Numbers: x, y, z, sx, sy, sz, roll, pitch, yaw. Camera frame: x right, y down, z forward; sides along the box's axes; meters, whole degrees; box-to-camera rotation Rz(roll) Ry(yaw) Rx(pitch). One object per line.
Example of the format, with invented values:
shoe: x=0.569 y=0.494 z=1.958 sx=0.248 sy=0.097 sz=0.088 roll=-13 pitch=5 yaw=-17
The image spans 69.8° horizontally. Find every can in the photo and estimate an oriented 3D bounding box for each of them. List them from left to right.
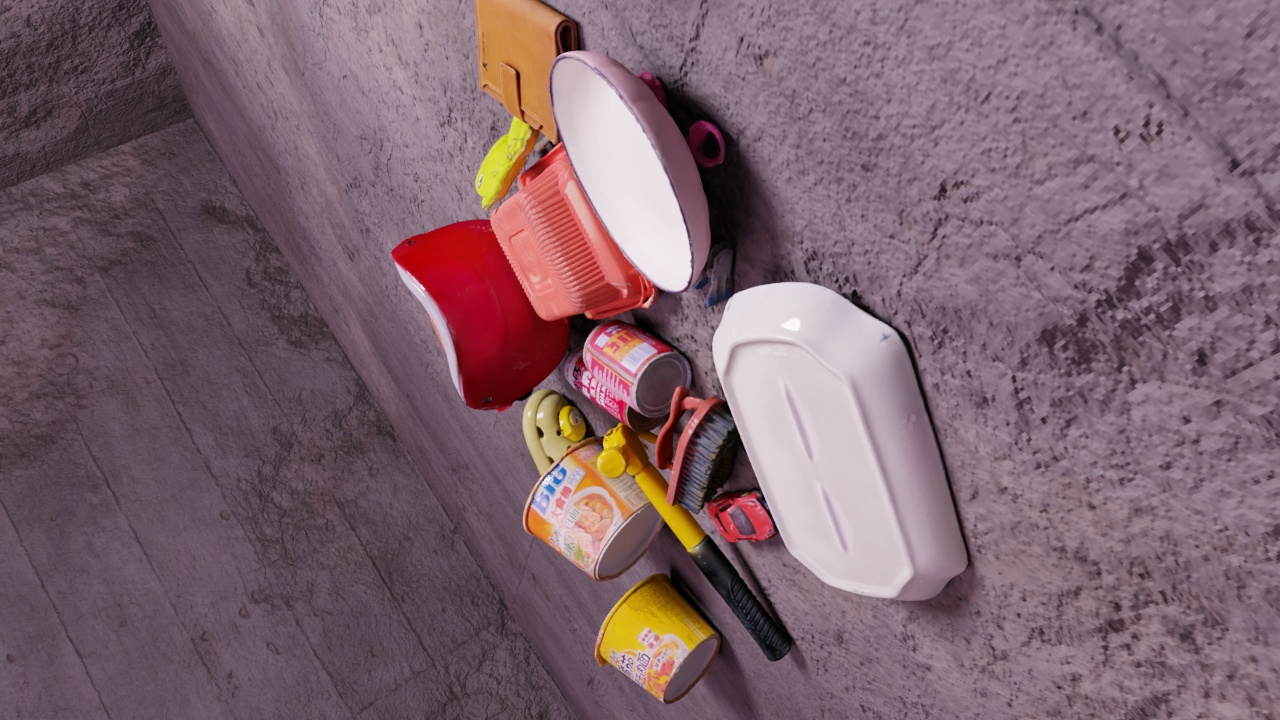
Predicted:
can: x=-0.028 y=0.026 z=0.959 sx=0.133 sy=0.053 sz=0.053 roll=31 pitch=144 yaw=50
can: x=-0.005 y=0.005 z=0.866 sx=0.094 sy=0.066 sz=0.067 roll=34 pitch=147 yaw=46

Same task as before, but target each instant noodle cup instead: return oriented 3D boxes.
instant noodle cup: x=-0.069 y=-0.106 z=0.848 sx=0.164 sy=0.079 sz=0.189 roll=63 pitch=157 yaw=-8
instant noodle cup: x=-0.047 y=0.182 z=1.091 sx=0.111 sy=0.151 sz=0.152 roll=38 pitch=151 yaw=27
instant noodle cup: x=0.028 y=0.360 z=1.170 sx=0.110 sy=0.137 sz=0.138 roll=35 pitch=149 yaw=30

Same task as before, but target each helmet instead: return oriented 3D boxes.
helmet: x=-0.150 y=-0.061 z=1.000 sx=0.207 sy=0.144 sz=0.240 roll=63 pitch=-179 yaw=-1

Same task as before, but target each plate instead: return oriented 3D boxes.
plate: x=-0.002 y=-0.141 z=0.679 sx=0.192 sy=0.039 sz=0.193 roll=54 pitch=165 yaw=20
plate: x=0.131 y=0.070 z=0.646 sx=0.162 sy=0.034 sz=0.266 roll=2 pitch=122 yaw=46

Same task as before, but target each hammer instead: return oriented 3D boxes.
hammer: x=0.059 y=0.188 z=0.950 sx=0.301 sy=0.033 sz=0.128 roll=54 pitch=-163 yaw=-7

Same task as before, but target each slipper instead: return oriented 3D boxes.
slipper: x=-0.086 y=0.124 z=1.193 sx=0.082 sy=0.091 sz=0.190 roll=-11 pitch=101 yaw=25

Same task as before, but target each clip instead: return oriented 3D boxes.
clip: x=0.059 y=-0.068 z=0.697 sx=0.043 sy=0.026 sz=0.058 roll=56 pitch=155 yaw=29

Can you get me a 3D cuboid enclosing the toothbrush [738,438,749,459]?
toothbrush: x=0.147 y=0.123 z=0.763 sx=0.189 sy=0.014 sz=0.016 roll=41 pitch=153 yaw=37

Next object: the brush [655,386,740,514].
brush: x=0.049 y=0.079 z=0.849 sx=0.069 sy=0.063 sz=0.146 roll=36 pitch=150 yaw=19

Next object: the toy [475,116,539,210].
toy: x=-0.122 y=-0.190 z=0.850 sx=0.031 sy=0.096 sz=0.100 roll=26 pitch=141 yaw=-24

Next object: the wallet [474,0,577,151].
wallet: x=-0.098 y=-0.252 z=0.780 sx=0.130 sy=0.035 sz=0.119 roll=42 pitch=139 yaw=36

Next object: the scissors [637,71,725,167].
scissors: x=0.025 y=-0.153 z=0.675 sx=0.130 sy=0.017 sz=0.133 roll=55 pitch=161 yaw=4

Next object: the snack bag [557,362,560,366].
snack bag: x=-0.123 y=-0.030 z=1.129 sx=0.104 sy=0.026 sz=0.048 roll=30 pitch=132 yaw=50

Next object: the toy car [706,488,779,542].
toy car: x=0.098 y=0.151 z=0.881 sx=0.049 sy=0.031 sz=0.106 roll=59 pitch=156 yaw=-1
